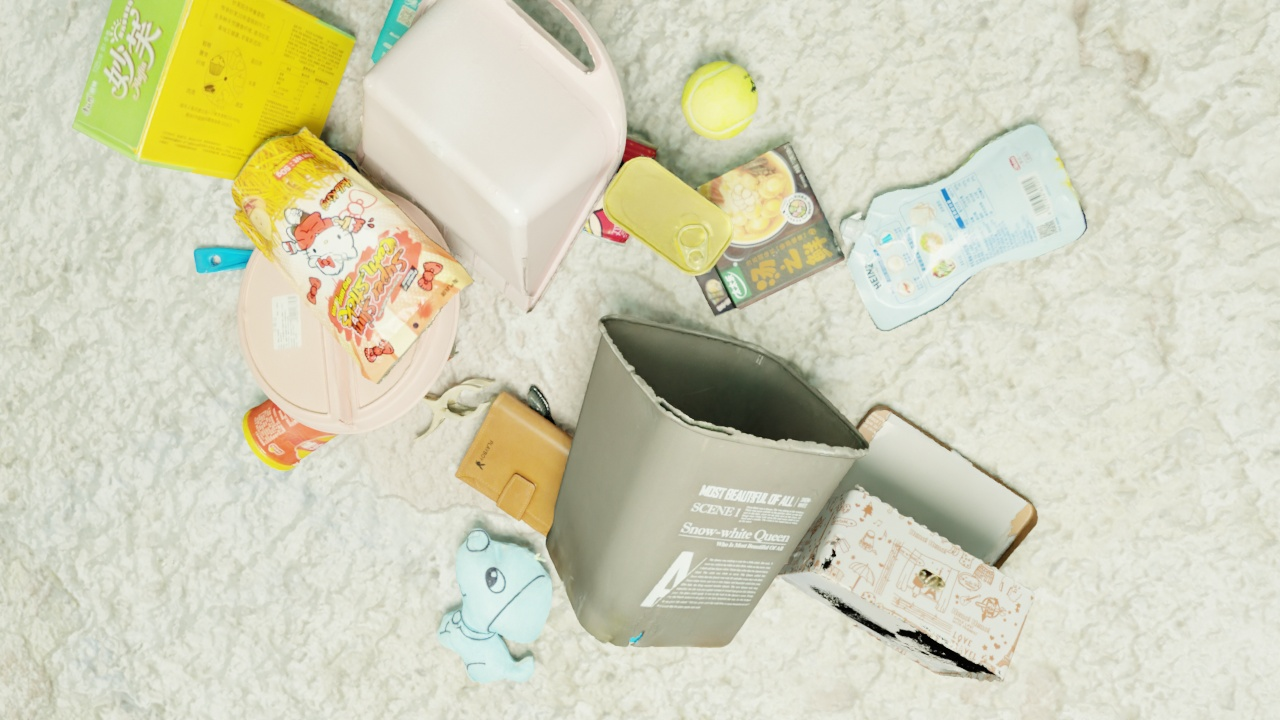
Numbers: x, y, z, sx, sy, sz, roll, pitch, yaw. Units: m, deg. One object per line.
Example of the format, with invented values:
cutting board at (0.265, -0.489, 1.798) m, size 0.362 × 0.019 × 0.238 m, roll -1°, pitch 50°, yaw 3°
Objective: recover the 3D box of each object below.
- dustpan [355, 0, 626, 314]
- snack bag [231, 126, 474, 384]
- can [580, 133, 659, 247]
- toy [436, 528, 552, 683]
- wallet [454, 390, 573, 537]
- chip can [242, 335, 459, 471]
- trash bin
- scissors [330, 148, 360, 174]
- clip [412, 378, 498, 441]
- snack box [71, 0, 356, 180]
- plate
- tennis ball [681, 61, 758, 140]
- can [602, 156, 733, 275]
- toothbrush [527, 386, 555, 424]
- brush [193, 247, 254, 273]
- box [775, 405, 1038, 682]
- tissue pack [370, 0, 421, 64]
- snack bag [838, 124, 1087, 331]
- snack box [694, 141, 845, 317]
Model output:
dustpan at (-0.119, -0.185, 0.773) m, size 0.222 × 0.274 × 0.138 m, roll 42°, pitch 74°, yaw -3°
snack bag at (-0.255, -0.094, 0.791) m, size 0.208 × 0.073 × 0.129 m, roll 45°, pitch 98°, yaw 8°
can at (-0.028, -0.156, 0.811) m, size 0.066 × 0.066 × 0.094 m, roll 23°, pitch 102°, yaw 5°
toy at (-0.141, 0.245, 0.910) m, size 0.156 × 0.049 × 0.161 m, roll -33°, pitch 98°, yaw 15°
wallet at (-0.102, 0.106, 0.880) m, size 0.132 × 0.031 × 0.108 m, roll 35°, pitch 113°, yaw 5°
chip can at (-0.280, 0.023, 0.883) m, size 0.217 × 0.073 × 0.073 m, roll -33°, pitch 93°, yaw 14°
trash bin at (0.036, 0.106, 0.769) m, size 0.198 × 0.198 × 0.220 m, roll 11°, pitch 112°, yaw -28°
scissors at (-0.338, -0.207, 0.884) m, size 0.165 × 0.012 × 0.157 m, roll 31°, pitch 103°, yaw 5°
clip at (-0.186, 0.043, 0.893) m, size 0.100 × 0.034 × 0.071 m, roll -18°, pitch 97°, yaw 21°
snack box at (-0.345, -0.237, 0.768) m, size 0.070 × 0.209 × 0.158 m, roll 27°, pitch 100°, yaw 11°
plate at (-0.273, -0.048, 0.834) m, size 0.230 × 0.028 × 0.229 m, roll -1°, pitch 86°, yaw 17°
tennis ball at (0.068, -0.222, 0.784) m, size 0.065 × 0.065 × 0.065 m, roll 2°, pitch 100°, yaw 9°
can at (0.022, -0.120, 0.741) m, size 0.102 × 0.083 × 0.057 m, roll 34°, pitch 103°, yaw -8°
toothbrush at (-0.065, 0.110, 0.890) m, size 0.014 × 0.016 × 0.189 m, roll -24°, pitch 97°, yaw 22°
brush at (-0.318, -0.098, 0.889) m, size 0.255 × 0.045 × 0.083 m, roll 1°, pitch 104°, yaw 13°
box at (0.245, 0.150, 0.798) m, size 0.183 × 0.155 × 0.187 m, roll 31°, pitch 74°, yaw 0°
tissue pack at (-0.172, -0.280, 0.823) m, size 0.133 × 0.050 × 0.093 m, roll 30°, pitch 105°, yaw 4°
snack bag at (0.269, -0.112, 0.784) m, size 0.191 × 0.038 × 0.110 m, roll -26°, pitch 100°, yaw 15°
snack box at (0.098, -0.112, 0.810) m, size 0.126 × 0.053 × 0.113 m, roll -26°, pitch 94°, yaw 8°
